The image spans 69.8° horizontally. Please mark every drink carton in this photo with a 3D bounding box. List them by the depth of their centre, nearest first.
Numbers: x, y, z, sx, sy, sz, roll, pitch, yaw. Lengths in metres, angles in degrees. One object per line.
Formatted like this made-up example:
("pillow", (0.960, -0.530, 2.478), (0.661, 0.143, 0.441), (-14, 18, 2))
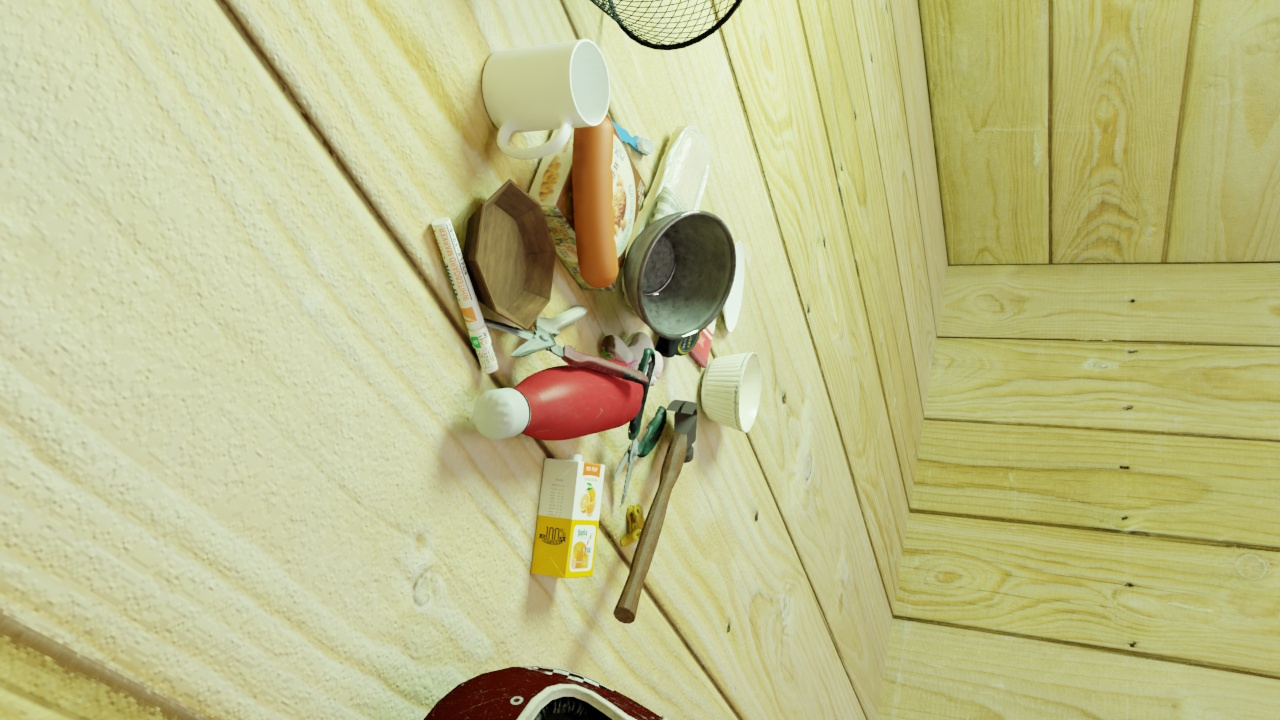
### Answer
("drink carton", (-0.073, 0.158, 0.942), (0.058, 0.040, 0.122), (22, 73, -63))

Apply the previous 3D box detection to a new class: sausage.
("sausage", (-0.044, -0.151, 0.879), (0.044, 0.039, 0.164), (-20, 111, -59))

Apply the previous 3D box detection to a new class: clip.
("clip", (-0.001, 0.200, 1.110), (0.054, 0.046, 0.048), (-8, 124, -62))

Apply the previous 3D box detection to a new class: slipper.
("slipper", (0.043, -0.174, 1.128), (0.114, 0.054, 0.272), (51, 49, -49))

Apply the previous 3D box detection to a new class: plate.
("plate", (-0.120, -0.094, 0.832), (0.131, 0.025, 0.131), (-1, 90, -65))
("plate", (0.135, -0.110, 1.363), (0.134, 0.011, 0.134), (7, 89, -74))

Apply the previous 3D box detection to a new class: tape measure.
("tape measure", (0.049, -0.037, 1.166), (0.061, 0.034, 0.062), (-5, 118, -49))

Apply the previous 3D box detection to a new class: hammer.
("hammer", (0.023, 0.170, 1.092), (0.321, 0.033, 0.115), (-68, 162, -48))

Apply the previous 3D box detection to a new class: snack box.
("snack box", (-0.053, -0.170, 0.954), (0.147, 0.041, 0.143), (54, 46, -53))

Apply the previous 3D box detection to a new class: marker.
("marker", (-0.150, -0.053, 0.792), (0.017, 0.017, 0.146), (-54, 138, -49))

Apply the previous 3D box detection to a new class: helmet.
("helmet", (-0.072, 0.366, 0.715), (0.234, 0.253, 0.233), (87, 16, -79))

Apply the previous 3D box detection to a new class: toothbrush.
("toothbrush", (-0.025, -0.260, 1.034), (0.166, 0.014, 0.016), (8, 85, -63))

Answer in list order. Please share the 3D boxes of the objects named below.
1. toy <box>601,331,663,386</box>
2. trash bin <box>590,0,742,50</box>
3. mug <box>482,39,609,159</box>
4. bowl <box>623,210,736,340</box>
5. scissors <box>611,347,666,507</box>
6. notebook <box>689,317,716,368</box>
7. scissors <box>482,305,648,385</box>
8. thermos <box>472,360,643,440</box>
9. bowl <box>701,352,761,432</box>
("toy", (-0.006, 0.006, 1.071), (0.122, 0.038, 0.079), (0, 84, -62))
("trash bin", (-0.013, -0.421, 0.874), (0.209, 0.184, 0.184), (1, 91, -58))
("mug", (-0.088, -0.228, 0.820), (0.074, 0.091, 0.110), (44, 53, -57))
("bowl", (0.033, -0.101, 1.026), (0.144, 0.067, 0.145), (-18, 119, -36))
("scissors", (0.006, 0.069, 1.074), (0.204, 0.015, 0.202), (-39, 144, -69))
("notebook", (0.066, -0.098, 1.239), (0.209, 0.012, 0.152), (45, 53, -56))
("scissors", (-0.071, -0.021, 0.899), (0.198, 0.015, 0.179), (28, 23, -23))
("thermos", (-0.078, 0.041, 0.884), (0.239, 0.073, 0.073), (-7, 98, -64))
("bowl", (0.128, 0.043, 1.315), (0.115, 0.062, 0.115), (6, 90, -69))
